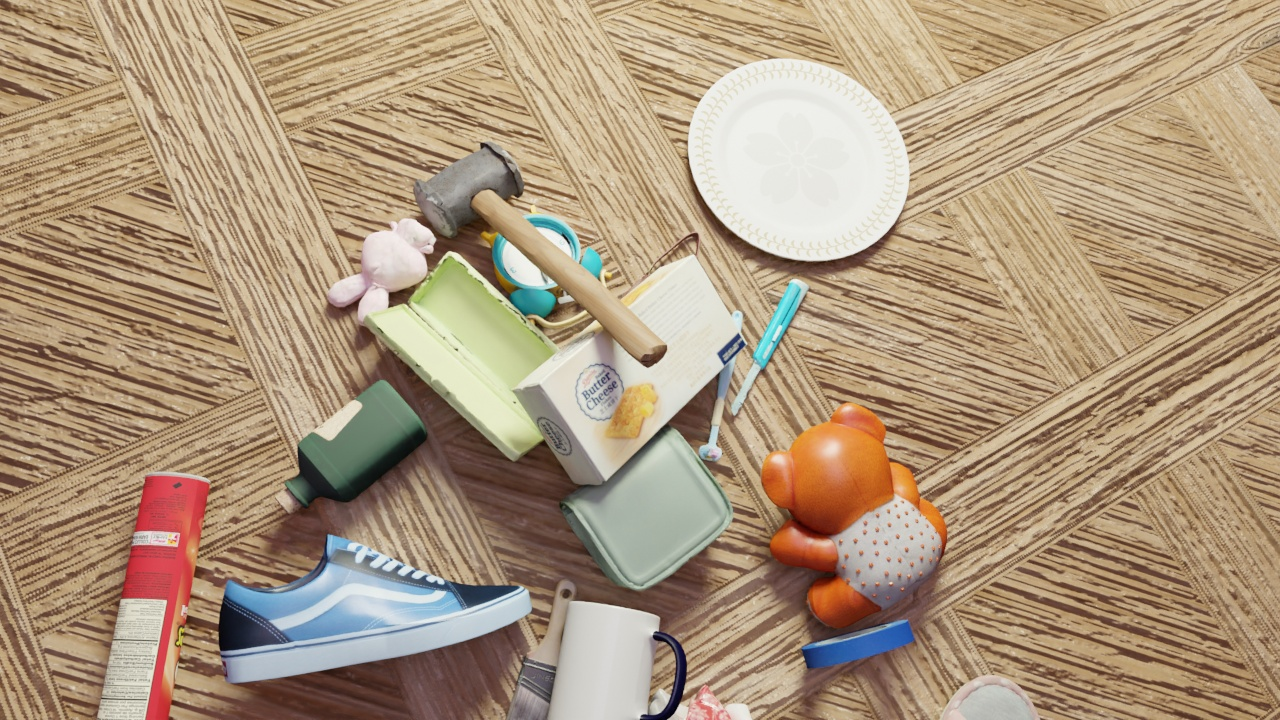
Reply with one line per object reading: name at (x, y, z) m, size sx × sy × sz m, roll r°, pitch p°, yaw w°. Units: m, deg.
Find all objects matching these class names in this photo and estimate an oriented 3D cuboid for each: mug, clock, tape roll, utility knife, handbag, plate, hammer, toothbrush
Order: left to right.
hammer at (-0.086, -0.096, 0.817) m, size 0.098 × 0.052 × 0.328 m, roll -36°, pitch 55°, yaw -18°
clock at (-0.092, -0.089, 0.885) m, size 0.099 × 0.044 × 0.129 m, roll -33°, pitch 73°, yaw -17°
mug at (-0.015, 0.255, 0.752) m, size 0.112 × 0.078 × 0.096 m, roll -1°, pitch 68°, yaw 28°
handbag at (0.006, 0.132, 0.813) m, size 0.121 × 0.067 × 0.106 m, roll -35°, pitch 89°, yaw -17°
handbag at (0.029, -0.084, 0.912) m, size 0.055 × 0.029 × 0.119 m, roll 33°, pitch 65°, yaw 1°
toothbrush at (0.081, 0.022, 0.888) m, size 0.022 × 0.016 × 0.154 m, roll 10°, pitch 70°, yaw 9°
utility knife at (0.127, -0.013, 0.909) m, size 0.022 × 0.015 × 0.161 m, roll 38°, pitch 69°, yaw -27°
plate at (0.168, -0.214, 0.979) m, size 0.242 × 0.016 × 0.242 m, roll 3°, pitch 72°, yaw -8°
tape roll at (0.187, 0.244, 0.791) m, size 0.093 × 0.091 × 0.016 m, roll -11°, pitch 74°, yaw -17°

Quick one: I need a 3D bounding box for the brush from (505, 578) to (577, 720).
brush at (-0.082, 0.262, 0.786) m, size 0.039 × 0.012 × 0.151 m, roll 18°, pitch 70°, yaw -2°

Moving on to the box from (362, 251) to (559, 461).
box at (-0.146, -0.001, 0.836) m, size 0.188 × 0.066 × 0.127 m, roll 41°, pitch 56°, yaw 5°

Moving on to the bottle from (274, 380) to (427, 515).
bottle at (-0.254, 0.082, 0.792) m, size 0.131 × 0.061 × 0.061 m, roll -41°, pitch 80°, yaw -18°

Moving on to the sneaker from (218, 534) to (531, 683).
sneaker at (-0.205, 0.183, 0.730) m, size 0.240 × 0.084 × 0.098 m, roll -4°, pitch 82°, yaw -25°

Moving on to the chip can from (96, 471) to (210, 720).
chip can at (-0.391, 0.200, 0.737) m, size 0.052 × 0.052 × 0.214 m, roll 4°, pitch 71°, yaw -8°

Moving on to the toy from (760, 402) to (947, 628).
toy at (0.191, 0.136, 0.835) m, size 0.163 × 0.093 × 0.172 m, roll -32°, pitch 92°, yaw -14°

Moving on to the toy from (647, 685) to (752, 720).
toy at (0.087, 0.340, 0.752) m, size 0.194 × 0.084 × 0.158 m, roll 33°, pitch 51°, yaw 6°

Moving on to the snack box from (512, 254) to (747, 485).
snack box at (-0.005, 0.005, 0.819) m, size 0.207 × 0.058 × 0.104 m, roll -42°, pitch 107°, yaw -30°

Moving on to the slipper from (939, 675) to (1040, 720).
slipper at (0.286, 0.405, 0.773) m, size 0.114 × 0.054 × 0.273 m, roll 20°, pitch 70°, yaw -2°

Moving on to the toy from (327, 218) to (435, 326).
toy at (-0.239, -0.083, 0.858) m, size 0.063 × 0.047 × 0.110 m, roll 38°, pitch 79°, yaw 13°
